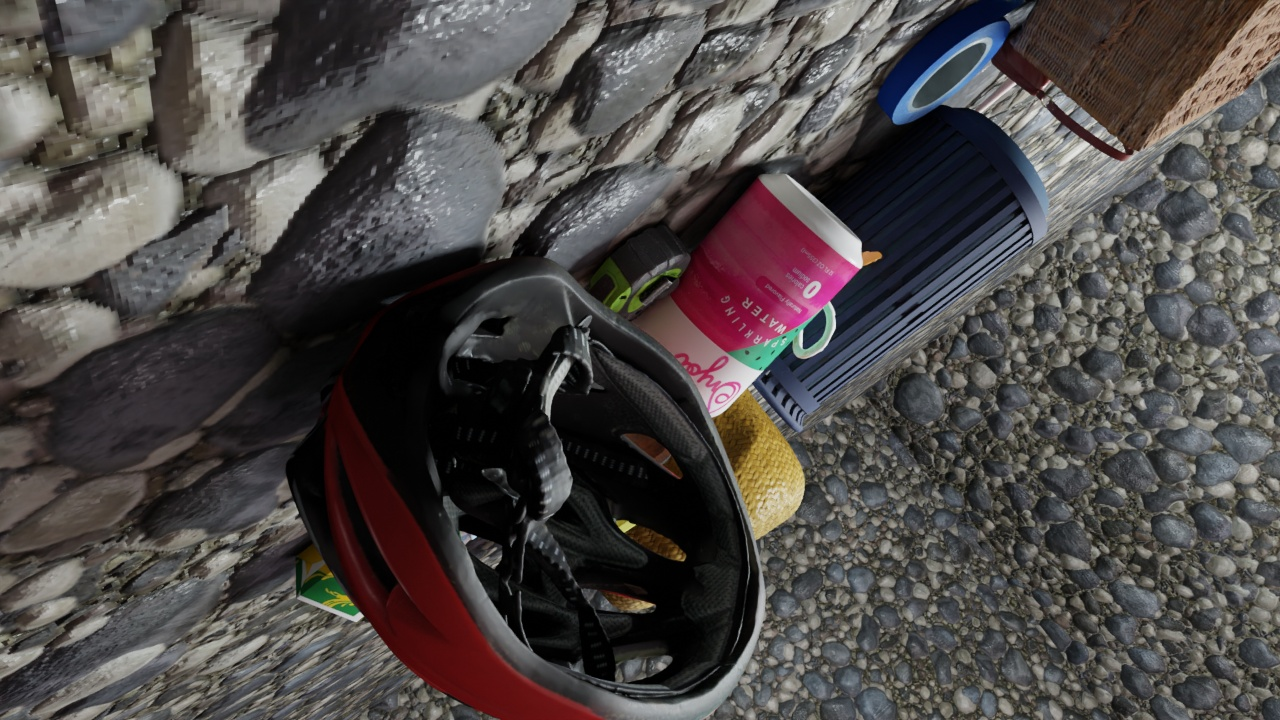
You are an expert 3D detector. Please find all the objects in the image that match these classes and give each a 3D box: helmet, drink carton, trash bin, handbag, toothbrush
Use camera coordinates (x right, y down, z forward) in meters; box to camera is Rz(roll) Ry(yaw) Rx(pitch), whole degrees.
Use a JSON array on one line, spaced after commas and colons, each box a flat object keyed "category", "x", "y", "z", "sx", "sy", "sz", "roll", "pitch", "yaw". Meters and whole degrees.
[{"category": "helmet", "x": -0.044, "y": 0.079, "z": 0.471, "sx": 0.167, "sy": 0.272, "sz": 0.216, "roll": -27, "pitch": -145, "yaw": 36}, {"category": "drink carton", "x": -0.198, "y": 0.142, "z": 0.700, "sx": 0.123, "sy": 0.041, "sz": 0.058, "roll": -38, "pitch": 132, "yaw": 14}, {"category": "trash bin", "x": 0.178, "y": -0.074, "z": 0.711, "sx": 0.250, "sy": 0.139, "sz": 0.139, "roll": -39, "pitch": 167, "yaw": 8}, {"category": "handbag", "x": 0.309, "y": -0.190, "z": 0.657, "sx": 0.055, "sy": 0.119, "sz": 0.029, "roll": -33, "pitch": 167, "yaw": -11}, {"category": "toothbrush", "x": 0.306, "y": -0.233, "z": 0.733, "sx": 0.182, "sy": 0.015, "sz": 0.018, "roll": -42, "pitch": 160, "yaw": 33}]

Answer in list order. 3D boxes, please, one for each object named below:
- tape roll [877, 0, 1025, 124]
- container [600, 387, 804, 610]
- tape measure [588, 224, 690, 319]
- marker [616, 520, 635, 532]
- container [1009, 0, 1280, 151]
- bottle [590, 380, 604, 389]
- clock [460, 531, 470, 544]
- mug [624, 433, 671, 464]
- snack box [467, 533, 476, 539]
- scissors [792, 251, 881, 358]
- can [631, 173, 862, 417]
[{"category": "tape roll", "x": 0.197, "y": -0.192, "z": 0.597, "sx": 0.091, "sy": 0.016, "sz": 0.093, "roll": -34, "pitch": 167, "yaw": -6}, {"category": "container", "x": 0.048, "y": 0.164, "z": 1.127, "sx": 0.306, "sy": 0.196, "sz": 0.307, "roll": -32, "pitch": 168, "yaw": -8}, {"category": "tape measure", "x": 0.002, "y": -0.052, "z": 0.569, "sx": 0.066, "sy": 0.036, "sz": 0.058, "roll": -39, "pitch": 167, "yaw": 21}, {"category": "marker", "x": -0.043, "y": 0.155, "z": 0.783, "sx": 0.123, "sy": 0.017, "sz": 0.021, "roll": -31, "pitch": 166, "yaw": -12}, {"category": "container", "x": 0.353, "y": -0.233, "z": 0.594, "sx": 0.198, "sy": 0.112, "sz": 0.114, "roll": -26, "pitch": 154, "yaw": -35}, {"category": "bottle", "x": -0.004, "y": 0.004, "z": 0.735, "sx": 0.072, "sy": 0.046, "sz": 0.162, "roll": -25, "pitch": 164, "yaw": -37}, {"category": "clock", "x": -0.179, "y": 0.145, "z": 0.802, "sx": 0.089, "sy": 0.052, "sz": 0.125, "roll": -43, "pitch": 168, "yaw": 29}, {"category": "mug", "x": 0.000, "y": 0.068, "z": 0.938, "sx": 0.117, "sy": 0.081, "sz": 0.111, "roll": -52, "pitch": 177, "yaw": -19}, {"category": "snack box", "x": -0.095, "y": 0.055, "z": 0.613, "sx": 0.092, "sy": 0.079, "sz": 0.095, "roll": -31, "pitch": 165, "yaw": -18}, {"category": "scissors", "x": 0.106, "y": -0.063, "z": 0.645, "sx": 0.125, "sy": 0.128, "sz": 0.011, "roll": -5, "pitch": 176, "yaw": 26}, {"category": "can", "x": 0.063, "y": -0.038, "z": 0.608, "sx": 0.166, "sy": 0.088, "sz": 0.088, "roll": -48, "pitch": 164, "yaw": 17}]
